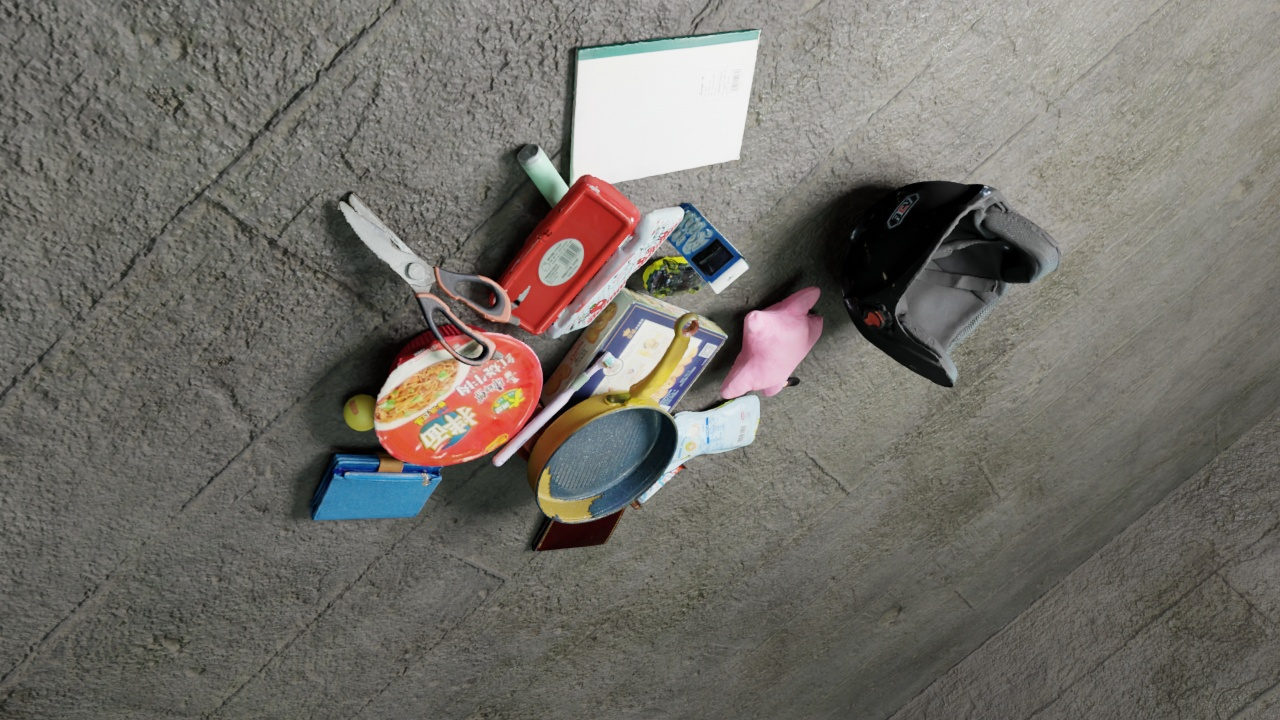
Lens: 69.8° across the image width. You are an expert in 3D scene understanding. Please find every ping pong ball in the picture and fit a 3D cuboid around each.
[{"bbox_3d":[-0.304,0.057,1.004,0.040,0.040,0.040,-19,137,-19],"label":"ping pong ball"}]

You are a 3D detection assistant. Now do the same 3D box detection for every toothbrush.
[{"bbox_3d":[-0.068,-0.148,0.984,0.027,0.026,0.224,-42,140,-4],"label":"toothbrush"},{"bbox_3d":[-0.102,0.059,1.079,0.189,0.021,0.029,-42,144,0],"label":"toothbrush"}]

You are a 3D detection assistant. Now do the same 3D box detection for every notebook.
[{"bbox_3d":[0.025,-0.260,0.950,0.208,0.012,0.151,-15,134,-24],"label":"notebook"}]

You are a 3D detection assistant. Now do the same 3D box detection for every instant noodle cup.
[{"bbox_3d":[-0.209,0.028,1.024,0.193,0.066,0.194,-19,138,-19],"label":"instant noodle cup"}]

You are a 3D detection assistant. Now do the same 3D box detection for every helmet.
[{"bbox_3d":[0.365,-0.113,1.160,0.233,0.230,0.275,-47,142,-10],"label":"helmet"}]

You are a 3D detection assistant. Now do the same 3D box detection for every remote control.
[{"bbox_3d":[0.069,-0.127,1.021,0.049,0.125,0.024,-40,140,5],"label":"remote control"}]

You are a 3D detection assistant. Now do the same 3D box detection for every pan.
[{"bbox_3d":[-0.014,0.070,1.080,0.197,0.078,0.358,-6,132,-34],"label":"pan"}]

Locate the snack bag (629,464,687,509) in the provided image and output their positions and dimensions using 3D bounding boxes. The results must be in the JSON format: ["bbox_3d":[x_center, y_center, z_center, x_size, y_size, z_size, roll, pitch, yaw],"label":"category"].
[{"bbox_3d":[0.019,0.178,1.355,0.104,0.026,0.048,-41,126,4],"label":"snack bag"}]

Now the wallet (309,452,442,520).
[{"bbox_3d":[-0.314,0.151,1.090,0.132,0.040,0.107,5,134,-38],"label":"wallet"}]

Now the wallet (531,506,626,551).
[{"bbox_3d":[-0.089,0.243,1.342,0.122,0.020,0.097,1,132,-36],"label":"wallet"}]

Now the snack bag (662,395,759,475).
[{"bbox_3d":[0.084,0.110,1.317,0.190,0.039,0.111,-13,138,-29],"label":"snack bag"}]

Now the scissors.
[{"bbox_3d":[-0.203,-0.088,0.908,0.191,0.015,0.207,-14,106,-30],"label":"scissors"}]

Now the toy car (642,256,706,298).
[{"bbox_3d":[0.045,-0.104,1.100,0.105,0.032,0.048,-10,134,-43],"label":"toy car"}]

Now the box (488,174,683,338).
[{"bbox_3d":[-0.056,-0.100,0.974,0.154,0.073,0.202,14,135,-36],"label":"box"}]

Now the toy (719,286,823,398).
[{"bbox_3d":[0.188,-0.018,1.251,0.178,0.074,0.195,-22,142,-31],"label":"toy"}]

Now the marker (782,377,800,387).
[{"bbox_3d":[0.188,0.032,1.342,0.123,0.015,0.018,-1,130,-38],"label":"marker"}]

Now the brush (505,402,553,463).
[{"bbox_3d":[-0.121,0.111,1.160,0.063,0.069,0.146,-34,140,-1],"label":"brush"}]

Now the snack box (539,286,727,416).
[{"bbox_3d":[-0.007,0.007,1.158,0.182,0.045,0.178,18,116,-44],"label":"snack box"}]
